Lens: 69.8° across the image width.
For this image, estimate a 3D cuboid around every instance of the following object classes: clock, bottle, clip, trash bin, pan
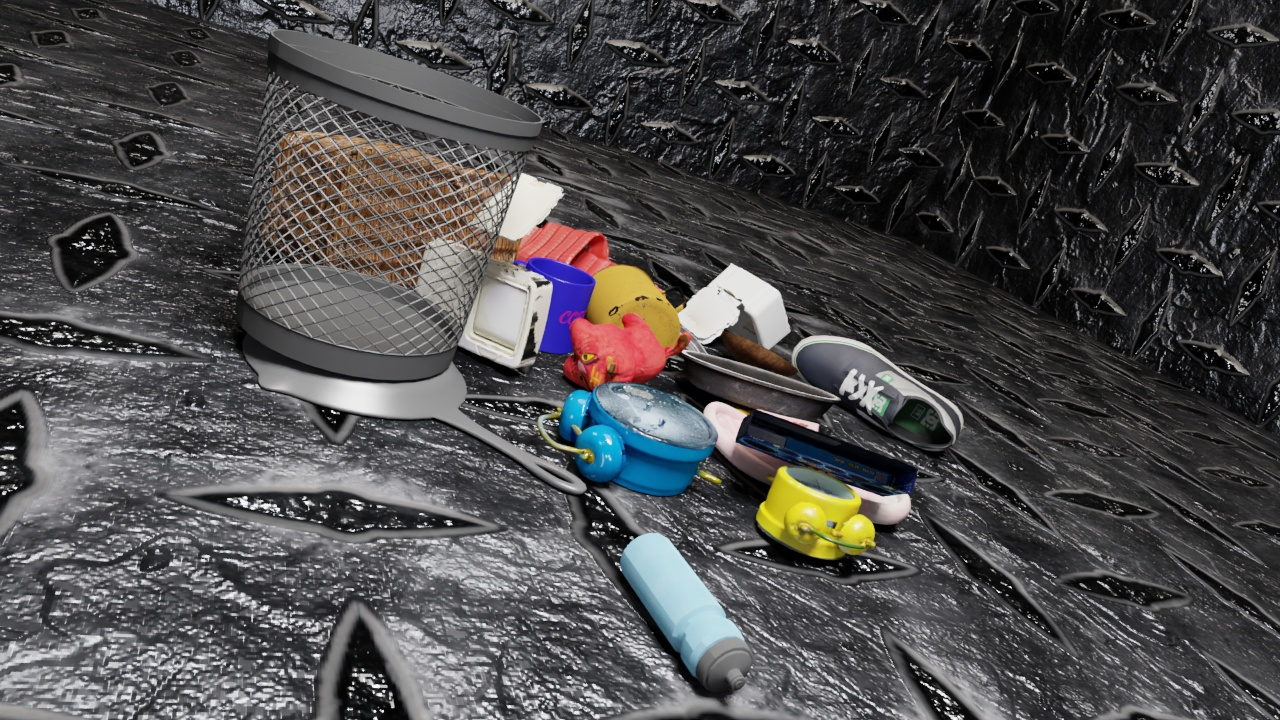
[{"bbox_3d":[0.149,0.134,0.778,0.083,0.057,0.118,15,13,-18],"label":"clock"},{"bbox_3d":[-0.011,0.066,0.804,0.161,0.060,0.116,11,22,-23],"label":"clock"},{"bbox_3d":[0.030,0.164,0.595,0.040,0.040,0.130,9,22,-32],"label":"bottle"},{"bbox_3d":[0.109,0.058,1.001,0.054,0.045,0.049,6,48,-34],"label":"clip"},{"bbox_3d":[-0.220,-0.127,0.774,0.217,0.228,0.217,18,18,-6],"label":"trash bin"},{"bbox_3d":[-0.193,0.022,0.788,0.355,0.024,0.216,27,19,19],"label":"pan"},{"bbox_3d":[0.088,0.000,1.112,0.187,0.055,0.357,13,7,-36],"label":"pan"}]

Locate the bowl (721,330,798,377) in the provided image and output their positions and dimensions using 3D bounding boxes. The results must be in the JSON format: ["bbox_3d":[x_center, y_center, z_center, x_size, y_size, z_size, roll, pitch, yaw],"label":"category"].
[{"bbox_3d":[0.150,-0.001,1.196,0.102,0.026,0.114,32,-4,-39],"label":"bowl"}]

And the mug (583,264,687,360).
[{"bbox_3d":[-0.002,-0.051,1.058,0.123,0.100,0.094,-23,33,-8],"label":"mug"}]

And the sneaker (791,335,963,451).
[{"bbox_3d":[0.297,0.041,1.173,0.235,0.084,0.078,30,20,16],"label":"sneaker"}]

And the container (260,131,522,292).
[{"bbox_3d":[-0.277,-0.161,1.013,0.183,0.162,0.249,28,18,33],"label":"container"}]

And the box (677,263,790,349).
[{"bbox_3d":[0.122,-0.055,1.294,0.109,0.136,0.121,35,-19,39],"label":"box"}]

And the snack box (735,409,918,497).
[{"bbox_3d":[0.162,0.085,0.820,0.150,0.027,0.082,21,-11,3],"label":"snack box"}]

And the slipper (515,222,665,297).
[{"bbox_3d":[-0.078,-0.121,1.154,0.249,0.059,0.103,25,52,11],"label":"slipper"}]

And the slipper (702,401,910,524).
[{"bbox_3d":[0.162,0.097,0.905,0.221,0.056,0.106,25,21,11],"label":"slipper"}]

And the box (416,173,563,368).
[{"bbox_3d":[-0.160,-0.095,0.892,0.143,0.187,0.070,21,18,23],"label":"box"}]

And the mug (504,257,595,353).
[{"bbox_3d":[-0.114,-0.069,1.034,0.111,0.084,0.079,26,19,14],"label":"mug"}]

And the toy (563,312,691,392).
[{"bbox_3d":[-0.006,0.005,0.940,0.132,0.088,0.094,-9,29,-18],"label":"toy"}]
